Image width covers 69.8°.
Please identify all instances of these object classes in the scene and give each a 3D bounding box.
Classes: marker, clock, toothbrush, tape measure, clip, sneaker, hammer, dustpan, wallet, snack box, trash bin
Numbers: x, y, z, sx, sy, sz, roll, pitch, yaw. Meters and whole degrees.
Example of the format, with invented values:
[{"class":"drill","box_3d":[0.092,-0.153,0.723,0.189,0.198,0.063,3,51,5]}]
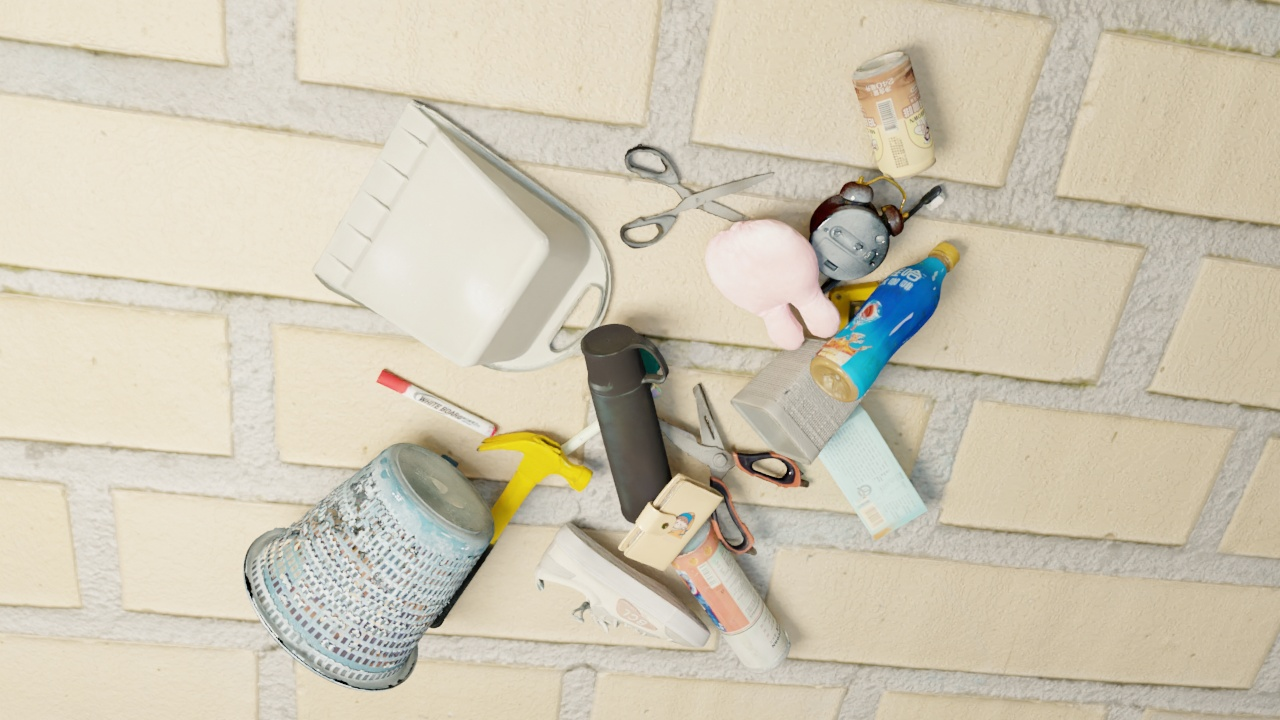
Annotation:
[{"class":"marker","box_3d":[-0.230,0.050,1.040,0.145,0.017,0.017,28,108,-16]},{"class":"clock","box_3d":[0.226,-0.140,0.965,0.082,0.055,0.122,33,120,-15]},{"class":"toothbrush","box_3d":[0.259,-0.125,1.008,0.181,0.015,0.018,-40,120,11]},{"class":"tape measure","box_3d":[-0.006,0.006,1.036,0.058,0.025,0.054,-28,112,8]},{"class":"toothbrush","box_3d":[-0.057,0.084,1.069,0.190,0.020,0.029,-35,155,11]},{"class":"clip","box_3d":[-0.240,0.139,1.077,0.027,0.043,0.058,33,114,-20]},{"class":"tape measure","box_3d":[0.241,-0.058,1.028,0.060,0.029,0.057,-7,114,-2]},{"class":"sneaker","box_3d":[-0.023,0.301,1.124,0.242,0.089,0.091,37,90,-14]},{"class":"hammer","box_3d":[-0.184,0.208,1.095,0.129,0.032,0.301,33,110,-4]},{"class":"dustpan","box_3d":[-0.170,-0.103,0.983,0.258,0.142,0.223,40,107,11]},{"class":"wallet","box_3d":[0.034,0.185,1.048,0.087,0.024,0.115,30,104,-38]},{"class":"snack box","box_3d":[0.268,0.129,1.099,0.074,0.051,0.175,-33,113,8]},{"class":"trash bin","box_3d":[-0.273,0.206,0.998,0.226,0.226,0.195,41,99,-19]}]

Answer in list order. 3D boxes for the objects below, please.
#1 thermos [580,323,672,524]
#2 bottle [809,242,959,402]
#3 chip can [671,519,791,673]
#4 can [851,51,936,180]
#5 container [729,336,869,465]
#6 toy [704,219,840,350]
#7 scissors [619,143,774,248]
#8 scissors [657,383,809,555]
[{"class":"thermos","box_3d":[-0.002,0.076,1.013,0.090,0.068,0.243,6,129,23]},{"class":"bottle","box_3d":[0.268,-0.047,0.974,0.218,0.065,0.065,-44,114,-21]},{"class":"chip can","box_3d":[0.109,0.294,1.146,0.071,0.071,0.215,-30,113,8]},{"class":"can","box_3d":[0.258,-0.247,0.931,0.058,0.058,0.116,-23,113,5]},{"class":"container","box_3d":[0.180,0.039,1.018,0.114,0.090,0.090,-46,111,-11]},{"class":"toy","box_3d":[0.141,-0.081,0.979,0.122,0.054,0.159,-20,115,42]},{"class":"scissors","box_3d":[0.053,-0.172,0.973,0.181,0.014,0.159,-34,114,7]},{"class":"scissors","box_3d":[0.105,0.132,1.086,0.227,0.015,0.189,14,93,-18]}]
